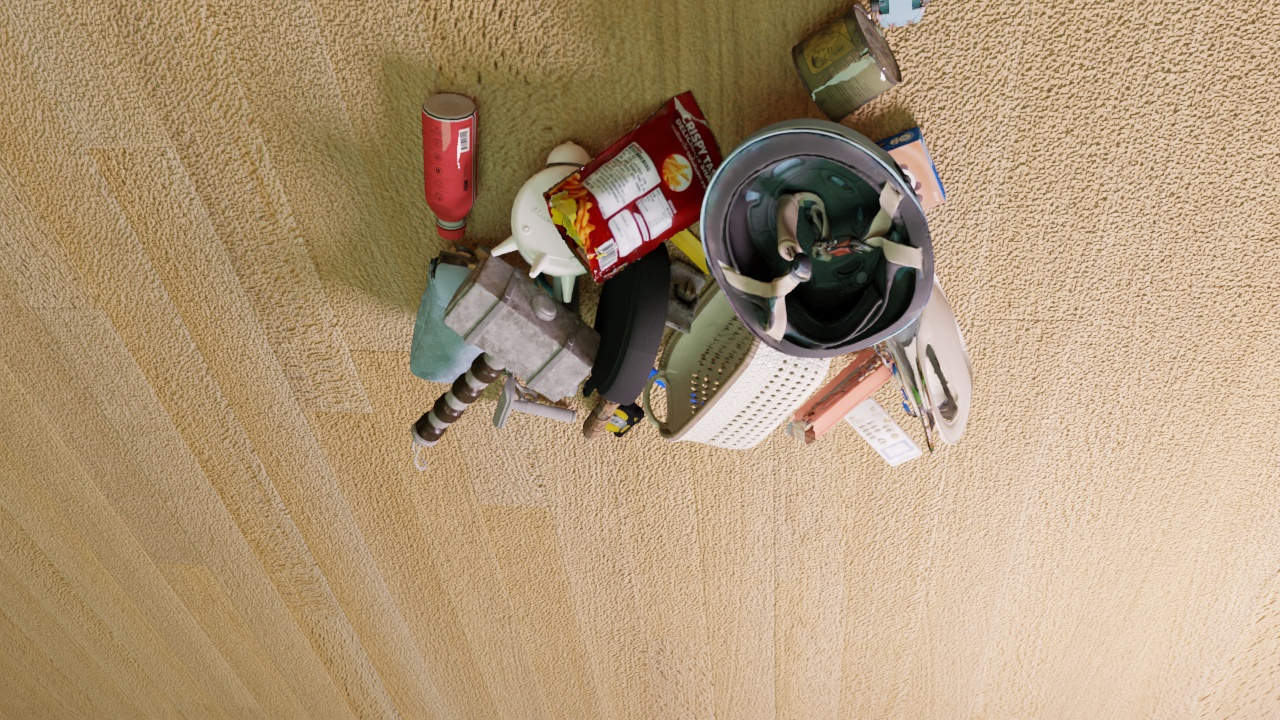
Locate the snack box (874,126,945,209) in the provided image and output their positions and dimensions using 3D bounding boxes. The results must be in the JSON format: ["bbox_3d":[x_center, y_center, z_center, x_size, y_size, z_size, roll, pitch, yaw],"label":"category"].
[{"bbox_3d":[0.256,-0.195,1.038,0.152,0.034,0.087,-18,125,26],"label":"snack box"}]

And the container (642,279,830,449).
[{"bbox_3d":[0.122,0.001,1.151,0.142,0.184,0.247,21,135,-21],"label":"container"}]

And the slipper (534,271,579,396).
[{"bbox_3d":[-0.110,-0.054,1.198,0.055,0.098,0.269,5,133,5],"label":"slipper"}]

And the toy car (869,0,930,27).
[{"bbox_3d":[0.248,-0.376,0.881,0.060,0.027,0.108,-4,140,15],"label":"toy car"}]

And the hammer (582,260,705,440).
[{"bbox_3d":[-0.007,0.007,1.220,0.049,0.121,0.320,24,133,-11],"label":"hammer"}]

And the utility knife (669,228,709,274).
[{"bbox_3d":[0.047,-0.154,1.131,0.031,0.017,0.151,-29,120,37],"label":"utility knife"}]

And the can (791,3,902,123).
[{"bbox_3d":[0.206,-0.296,0.919,0.075,0.089,0.090,-29,121,32],"label":"can"}]

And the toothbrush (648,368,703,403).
[{"bbox_3d":[0.068,0.052,1.310,0.182,0.018,0.016,31,106,-17],"label":"toothbrush"}]

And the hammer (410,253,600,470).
[{"bbox_3d":[-0.212,0.029,1.151,0.177,0.079,0.327,37,122,-17],"label":"hammer"}]

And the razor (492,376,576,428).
[{"bbox_3d":[-0.151,0.072,1.349,0.116,0.047,0.088,12,140,-13],"label":"razor"}]

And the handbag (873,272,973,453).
[{"bbox_3d":[0.331,0.010,1.099,0.093,0.199,0.201,-16,124,29],"label":"handbag"}]

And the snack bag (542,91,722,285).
[{"bbox_3d":[0.006,-0.188,1.018,0.207,0.067,0.139,-35,112,-11],"label":"snack bag"}]

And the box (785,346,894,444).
[{"bbox_3d":[0.258,0.046,1.162,0.056,0.186,0.059,53,153,3],"label":"box"}]

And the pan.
[{"bbox_3d":[-0.039,-0.021,1.174,0.044,0.203,0.357,11,156,-15],"label":"pan"}]

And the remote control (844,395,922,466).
[{"bbox_3d":[0.343,0.102,1.304,0.050,0.011,0.136,-31,120,32],"label":"remote control"}]

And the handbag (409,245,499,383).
[{"bbox_3d":[-0.230,-0.061,1.204,0.121,0.118,0.192,12,126,-12],"label":"handbag"}]

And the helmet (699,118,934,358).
[{"bbox_3d":[0.180,-0.141,0.965,0.226,0.166,0.265,-23,121,23],"label":"helmet"}]

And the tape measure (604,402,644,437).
[{"bbox_3d":[-0.034,0.081,1.346,0.061,0.034,0.062,33,129,-15],"label":"tape measure"}]

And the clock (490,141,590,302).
[{"bbox_3d":[-0.085,-0.163,1.061,0.125,0.073,0.161,33,87,-8],"label":"clock"}]

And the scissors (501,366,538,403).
[{"bbox_3d":[-0.202,0.018,1.338,0.175,0.014,0.142,-10,131,22],"label":"scissors"}]

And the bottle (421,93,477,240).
[{"bbox_3d":[-0.226,-0.223,1.092,0.062,0.062,0.177,11,133,1],"label":"bottle"}]
